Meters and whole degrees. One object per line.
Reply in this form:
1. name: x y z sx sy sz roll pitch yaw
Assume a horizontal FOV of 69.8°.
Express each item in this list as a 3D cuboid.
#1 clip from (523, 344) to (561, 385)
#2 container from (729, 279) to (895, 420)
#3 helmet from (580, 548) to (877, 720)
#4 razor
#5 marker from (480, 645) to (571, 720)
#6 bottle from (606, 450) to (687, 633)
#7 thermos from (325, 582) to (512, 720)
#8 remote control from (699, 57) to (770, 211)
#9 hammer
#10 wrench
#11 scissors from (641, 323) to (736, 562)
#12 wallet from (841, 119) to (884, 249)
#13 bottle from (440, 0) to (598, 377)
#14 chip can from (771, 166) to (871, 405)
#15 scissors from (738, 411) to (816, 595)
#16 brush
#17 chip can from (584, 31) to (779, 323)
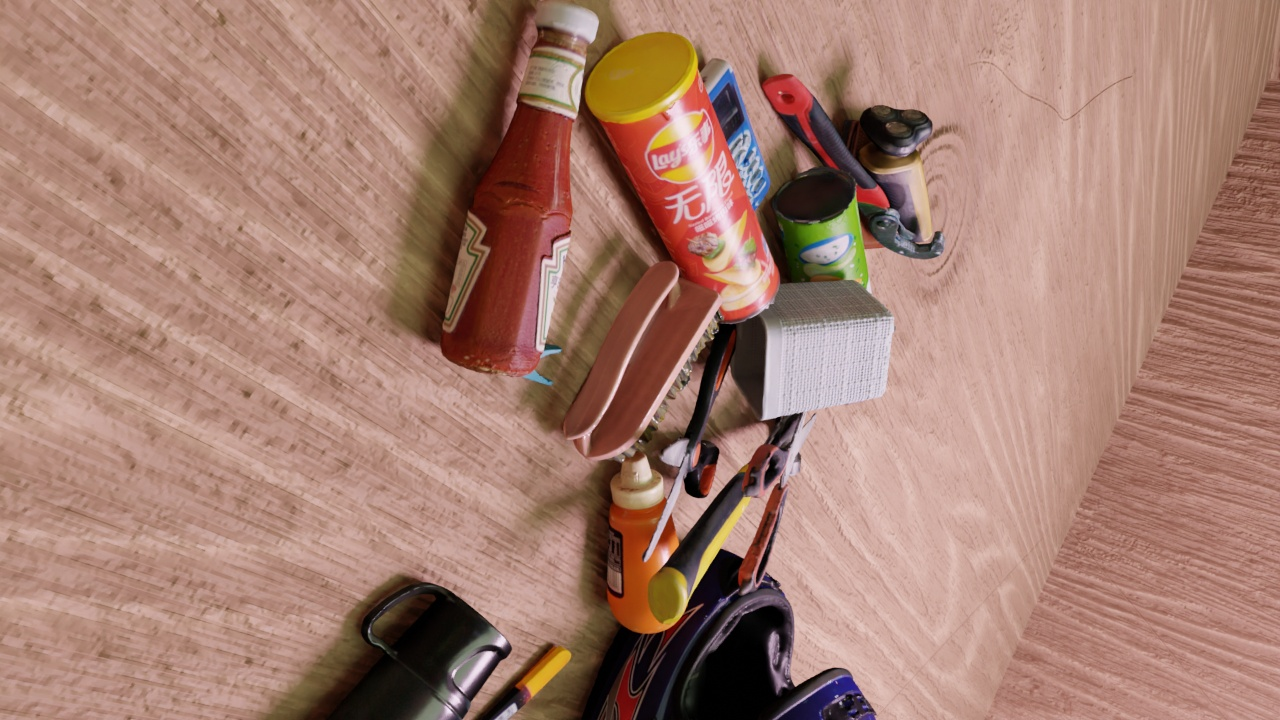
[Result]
1. clip: -0.073 0.002 0.592 0.055 0.013 0.038 6 102 -53
2. container: 0.139 -0.014 0.755 0.111 0.090 0.090 -7 119 -10
3. helmet: 0.091 0.345 0.788 0.247 0.241 0.315 17 93 -56
4. razor: 0.243 -0.165 0.837 0.068 0.062 0.167 -32 142 6
5. marker: -0.100 0.259 0.687 0.123 0.015 0.018 -38 133 -32
6. bottle: 0.002 0.140 0.724 0.066 0.067 0.150 -27 120 -43
7. thermos: -0.183 0.241 0.536 0.090 0.069 0.241 48 62 -16
8. remote control: 0.063 -0.158 0.679 0.049 0.024 0.125 -54 143 -19
9. hammer: 0.084 0.104 0.767 0.322 0.032 0.126 -40 136 -56
10. wrench: 0.185 -0.158 0.791 0.273 0.056 0.016 33 63 -40
11. scissors: 0.039 0.058 0.704 0.221 0.022 0.228 68 36 -66
12. wallet: 0.212 -0.164 0.867 0.101 0.032 0.125 -11 115 -47
13. bottle: -0.064 -0.095 0.516 0.059 0.060 0.206 5 102 -53
14. chip can: 0.176 -0.061 0.836 0.072 0.072 0.236 -50 140 -25
15. scissors: 0.119 0.098 0.785 0.226 0.015 0.189 4 97 -67
16. brush: -0.004 0.004 0.642 0.145 0.063 0.073 -59 147 -11
17. chip can: 0.036 -0.113 0.626 0.073 0.073 0.217 -55 143 -19
